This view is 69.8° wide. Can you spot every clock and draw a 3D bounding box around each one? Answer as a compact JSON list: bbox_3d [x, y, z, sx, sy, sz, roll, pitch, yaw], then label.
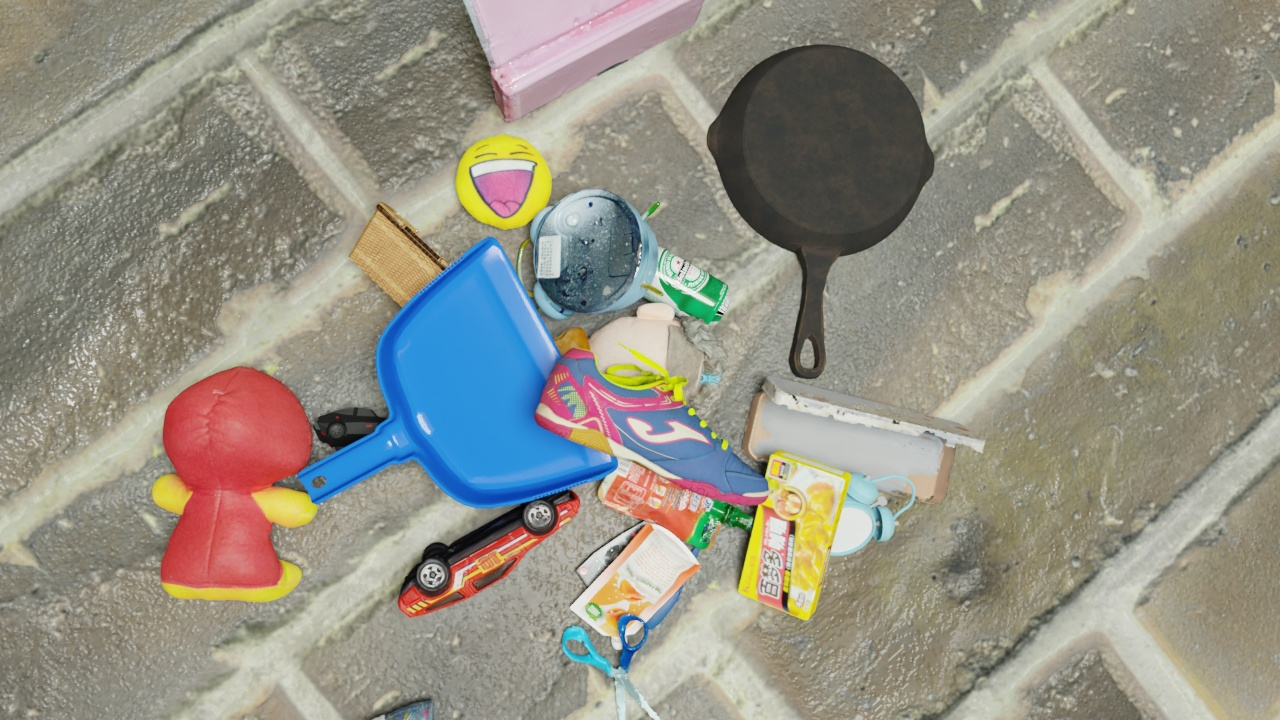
[{"bbox_3d":[-0.055,-0.099,0.882,0.162,0.060,0.118,-1,85,26],"label":"clock"},{"bbox_3d":[0.214,0.149,0.912,0.123,0.042,0.087,-29,120,11],"label":"clock"}]

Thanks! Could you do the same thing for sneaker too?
[{"bbox_3d":[-0.173,0.424,0.847,0.079,0.087,0.235,-30,87,-13],"label":"sneaker"},{"bbox_3d":[0.027,0.060,0.822,0.241,0.116,0.091,25,84,-25],"label":"sneaker"}]

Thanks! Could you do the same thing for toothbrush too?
[{"bbox_3d":[0.043,0.212,0.917,0.021,0.016,0.132,33,83,-1],"label":"toothbrush"}]

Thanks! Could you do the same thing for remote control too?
[{"bbox_3d":[-0.005,0.185,0.916,0.124,0.010,0.039,-34,91,-8],"label":"remote control"}]

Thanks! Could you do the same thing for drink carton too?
[{"bbox_3d":[-0.006,0.221,0.892,0.069,0.038,0.122,41,101,-7],"label":"drink carton"}]

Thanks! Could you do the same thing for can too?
[{"bbox_3d":[0.039,-0.073,0.917,0.101,0.053,0.053,29,83,-4],"label":"can"}]

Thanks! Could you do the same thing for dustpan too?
[{"bbox_3d":[-0.189,0.054,0.838,0.257,0.059,0.245,-28,95,2],"label":"dustpan"}]

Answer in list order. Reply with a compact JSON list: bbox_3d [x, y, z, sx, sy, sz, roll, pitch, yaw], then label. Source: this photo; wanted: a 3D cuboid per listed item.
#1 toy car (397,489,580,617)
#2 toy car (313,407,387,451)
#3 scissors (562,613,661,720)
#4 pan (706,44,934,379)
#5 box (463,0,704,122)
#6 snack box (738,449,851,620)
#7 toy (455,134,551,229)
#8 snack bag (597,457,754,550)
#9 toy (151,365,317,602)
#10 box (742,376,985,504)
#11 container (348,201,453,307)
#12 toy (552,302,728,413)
[{"bbox_3d":[-0.141,0.176,0.865,0.189,0.081,0.056,-31,96,-8],"label":"toy car"},{"bbox_3d":[-0.264,0.065,0.879,0.091,0.042,0.036,1,62,-7],"label":"toy car"},{"bbox_3d":[-0.013,0.300,0.889,0.110,0.015,0.132,-39,88,19],"label":"scissors"},{"bbox_3d":[0.189,-0.159,0.945,0.248,0.043,0.356,6,86,-6],"label":"pan"},{"bbox_3d":[-0.042,-0.324,0.867,0.232,0.179,0.059,-30,73,-6],"label":"box"},{"bbox_3d":[0.148,0.169,0.888,0.075,0.025,0.152,18,107,23],"label":"snack box"},{"bbox_3d":[-0.135,-0.177,0.909,0.095,0.041,0.094,-6,91,-11],"label":"toy"},{"bbox_3d":[0.040,0.131,0.903,0.155,0.044,0.087,23,87,-1],"label":"snack bag"},{"bbox_3d":[-0.371,0.113,0.838,0.147,0.099,0.216,4,91,-14],"label":"toy"},{"bbox_3d":[0.216,0.085,0.921,0.216,0.094,0.107,14,112,-6],"label":"box"},{"bbox_3d":[-0.223,-0.091,0.885,0.114,0.063,0.061,43,90,-2],"label":"container"},{"bbox_3d":[-0.005,0.005,0.897,0.176,0.076,0.133,10,101,-7],"label":"toy"}]
